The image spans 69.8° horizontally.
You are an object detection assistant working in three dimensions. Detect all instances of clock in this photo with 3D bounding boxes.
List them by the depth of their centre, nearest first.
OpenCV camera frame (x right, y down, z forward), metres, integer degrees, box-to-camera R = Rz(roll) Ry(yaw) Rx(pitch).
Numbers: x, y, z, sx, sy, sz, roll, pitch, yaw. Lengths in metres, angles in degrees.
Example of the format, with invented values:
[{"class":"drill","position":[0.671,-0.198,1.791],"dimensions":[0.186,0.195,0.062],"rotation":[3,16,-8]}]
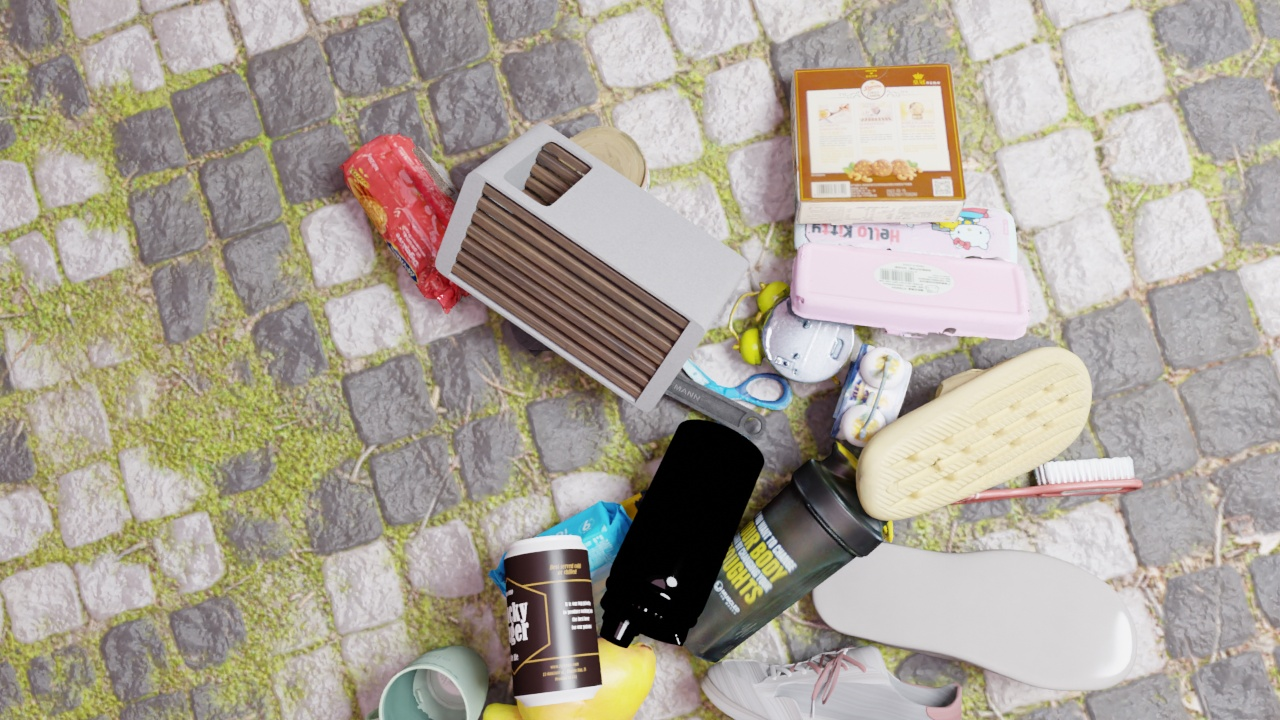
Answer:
[{"class":"clock","position":[0.201,0.032,0.803],"dimensions":[0.052,0.125,0.089],"rotation":[19,92,12]},{"class":"clock","position":[0.139,-0.026,0.843],"dimensions":[0.119,0.057,0.083],"rotation":[23,92,5]}]

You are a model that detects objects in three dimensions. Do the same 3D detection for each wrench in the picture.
[{"class":"wrench","position":[-0.005,0.005,0.871],"dimensions":[0.273,0.018,0.073],"rotation":[27,91,9]}]

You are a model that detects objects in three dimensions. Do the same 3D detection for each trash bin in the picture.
[{"class":"trash bin","position":[-0.042,-0.083,0.804],"dimensions":[0.229,0.114,0.115],"rotation":[34,132,2]}]

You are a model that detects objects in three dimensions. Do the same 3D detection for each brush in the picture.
[{"class":"brush","position":[0.360,0.109,0.832],"dimensions":[0.172,0.041,0.030],"rotation":[-6,71,8]},{"class":"brush","position":[-0.165,-0.151,0.833],"dimensions":[0.008,0.143,0.045],"rotation":[-37,77,2]}]

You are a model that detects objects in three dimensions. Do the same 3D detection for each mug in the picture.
[{"class":"mug","position":[-0.198,0.314,0.848],"dimensions":[0.111,0.104,0.084],"rotation":[-21,87,4]}]

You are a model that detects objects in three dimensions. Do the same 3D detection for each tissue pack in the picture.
[{"class":"tissue pack","position":[-0.055,0.195,0.847],"dimensions":[0.144,0.061,0.093],"rotation":[-28,112,7]}]

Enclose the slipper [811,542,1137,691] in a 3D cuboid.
[{"class":"slipper","position":[0.291,0.226,0.823],"dimensions":[0.266,0.080,0.112],"rotation":[4,68,20]}]

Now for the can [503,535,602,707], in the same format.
[{"class":"can","position":[-0.073,0.213,0.754],"dimensions":[0.072,0.072,0.128],"rotation":[-9,72,5]}]

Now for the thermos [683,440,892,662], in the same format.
[{"class":"thermos","position":[0.125,0.177,0.820],"dimensions":[0.221,0.098,0.098],"rotation":[-44,85,11]}]

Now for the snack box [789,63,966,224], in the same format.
[{"class":"snack box","position":[0.209,-0.195,0.825],"dimensions":[0.143,0.041,0.146],"rotation":[-1,69,5]}]

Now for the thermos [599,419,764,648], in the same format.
[{"class":"thermos","position":[0.032,0.156,0.793],"dimensions":[0.086,0.086,0.198],"rotation":[25,62,6]}]

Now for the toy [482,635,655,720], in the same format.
[{"class":"toy","position":[-0.073,0.329,0.819],"dimensions":[0.134,0.087,0.194],"rotation":[17,104,-6]}]

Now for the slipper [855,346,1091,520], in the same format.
[{"class":"slipper","position":[0.279,0.055,0.797],"dimensions":[0.261,0.079,0.111],"rotation":[-20,118,-22]}]

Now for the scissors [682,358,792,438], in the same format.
[{"class":"scissors","position":[0.081,0.029,0.872],"dimensions":[0.118,0.013,0.140],"rotation":[-41,84,6]}]

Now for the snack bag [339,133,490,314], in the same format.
[{"class":"snack bag","position":[-0.210,-0.136,0.870],"dimensions":[0.082,0.082,0.176],"rotation":[-36,86,4]}]

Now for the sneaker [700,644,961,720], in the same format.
[{"class":"sneaker","position":[0.175,0.289,0.817],"dimensions":[0.236,0.099,0.089],"rotation":[15,91,-1]}]

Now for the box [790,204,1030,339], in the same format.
[{"class":"box","position":[0.236,-0.090,0.816],"dimensions":[0.201,0.037,0.152],"rotation":[6,58,5]}]

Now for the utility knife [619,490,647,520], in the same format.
[{"class":"utility knife","position":[-0.054,0.171,0.882],"dimensions":[0.159,0.017,0.030],"rotation":[-29,77,8]}]

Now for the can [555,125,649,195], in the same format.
[{"class":"can","position":[-0.035,-0.175,0.870],"dimensions":[0.086,0.043,0.086],"rotation":[0,89,6]}]
